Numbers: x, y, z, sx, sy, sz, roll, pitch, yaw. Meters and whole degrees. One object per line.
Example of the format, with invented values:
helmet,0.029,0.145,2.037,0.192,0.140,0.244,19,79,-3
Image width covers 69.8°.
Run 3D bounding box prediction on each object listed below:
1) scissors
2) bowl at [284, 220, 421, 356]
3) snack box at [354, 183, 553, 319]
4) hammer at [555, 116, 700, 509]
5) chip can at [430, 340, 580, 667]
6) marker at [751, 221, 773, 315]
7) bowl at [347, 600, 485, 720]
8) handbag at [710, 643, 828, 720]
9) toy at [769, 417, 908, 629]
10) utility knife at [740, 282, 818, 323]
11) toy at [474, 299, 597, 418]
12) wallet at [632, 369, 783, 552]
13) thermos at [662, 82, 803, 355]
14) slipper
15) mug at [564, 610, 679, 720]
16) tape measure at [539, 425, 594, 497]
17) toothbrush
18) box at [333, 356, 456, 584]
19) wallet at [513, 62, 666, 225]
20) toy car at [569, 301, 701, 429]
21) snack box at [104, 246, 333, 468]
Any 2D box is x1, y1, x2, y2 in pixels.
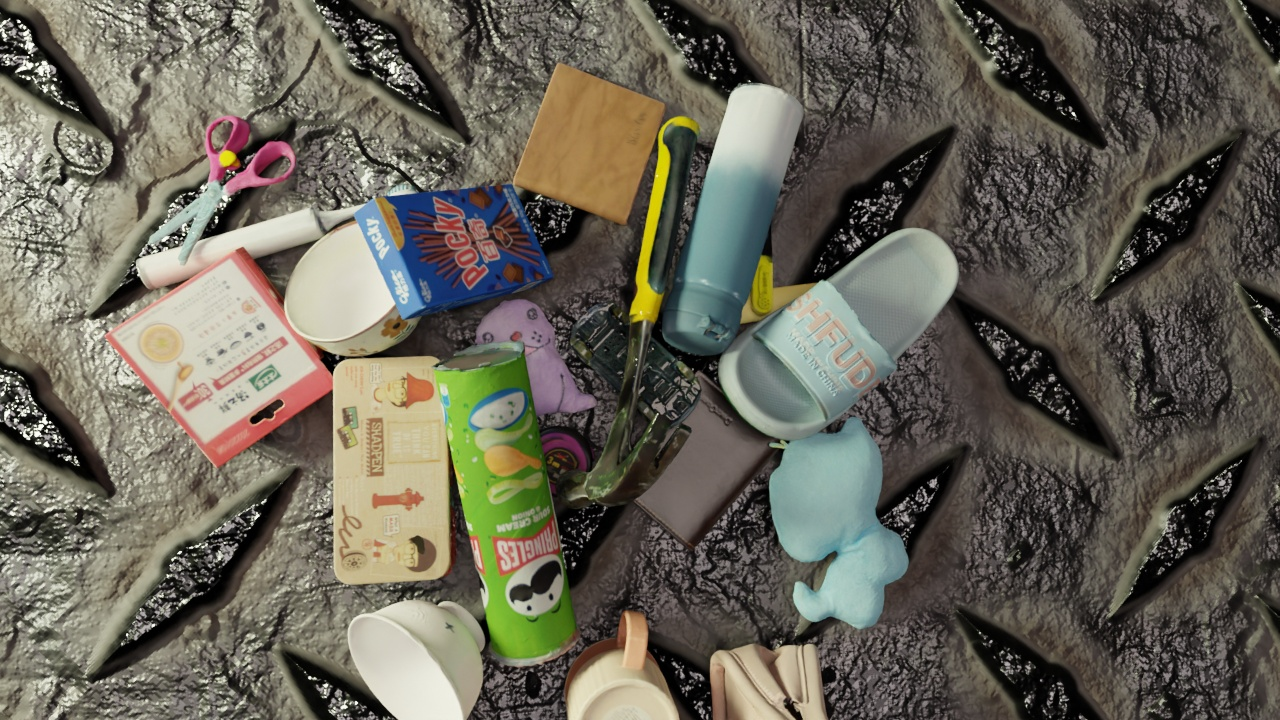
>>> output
scissors,-0.325,-0.129,0.722,0.096,0.017,0.137,16,73,0
bowl,-0.208,-0.048,0.710,0.114,0.062,0.113,-10,56,15
snack box,-0.135,-0.086,0.694,0.026,0.156,0.084,-25,90,33
hammer,0.008,-0.048,0.705,0.032,0.126,0.322,23,66,-29
chip can,-0.100,0.107,0.693,0.072,0.072,0.236,-11,102,-7
marker,0.103,-0.099,0.776,0.018,0.015,0.124,2,79,-7
bowl,-0.159,0.224,0.704,0.118,0.119,0.064,52,44,-2
handbag,0.115,0.319,0.652,0.093,0.234,0.193,-5,87,-5
toy,0.160,0.130,0.759,0.156,0.050,0.161,37,80,-8
utility knife,0.102,-0.045,0.778,0.173,0.019,0.031,-9,92,-6
toy,-0.094,0.003,0.742,0.083,0.039,0.108,-23,91,-10
wallet,0.046,0.083,0.766,0.096,0.020,0.122,42,81,-3
thermos,0.072,-0.113,0.743,0.070,0.070,0.220,19,79,-5
slipper,0.174,-0.026,0.747,0.245,0.074,0.104,-38,93,-16
mug,-0.012,0.253,0.705,0.081,0.106,0.114,12,86,-6
tape measure,-0.066,0.081,0.742,0.057,0.039,0.058,8,93,1
toothbrush,-0.285,-0.102,0.732,0.221,0.027,0.026,-19,49,-7
box,-0.187,0.086,0.716,0.091,0.079,0.168,-2,81,-6
wallet,-0.041,-0.182,0.769,0.101,0.020,0.115,19,83,-7
toy car,-0.004,0.004,0.754,0.120,0.037,0.054,42,82,9
snack box,-0.316,-0.003,0.707,0.113,0.044,0.127,-35,106,-7
